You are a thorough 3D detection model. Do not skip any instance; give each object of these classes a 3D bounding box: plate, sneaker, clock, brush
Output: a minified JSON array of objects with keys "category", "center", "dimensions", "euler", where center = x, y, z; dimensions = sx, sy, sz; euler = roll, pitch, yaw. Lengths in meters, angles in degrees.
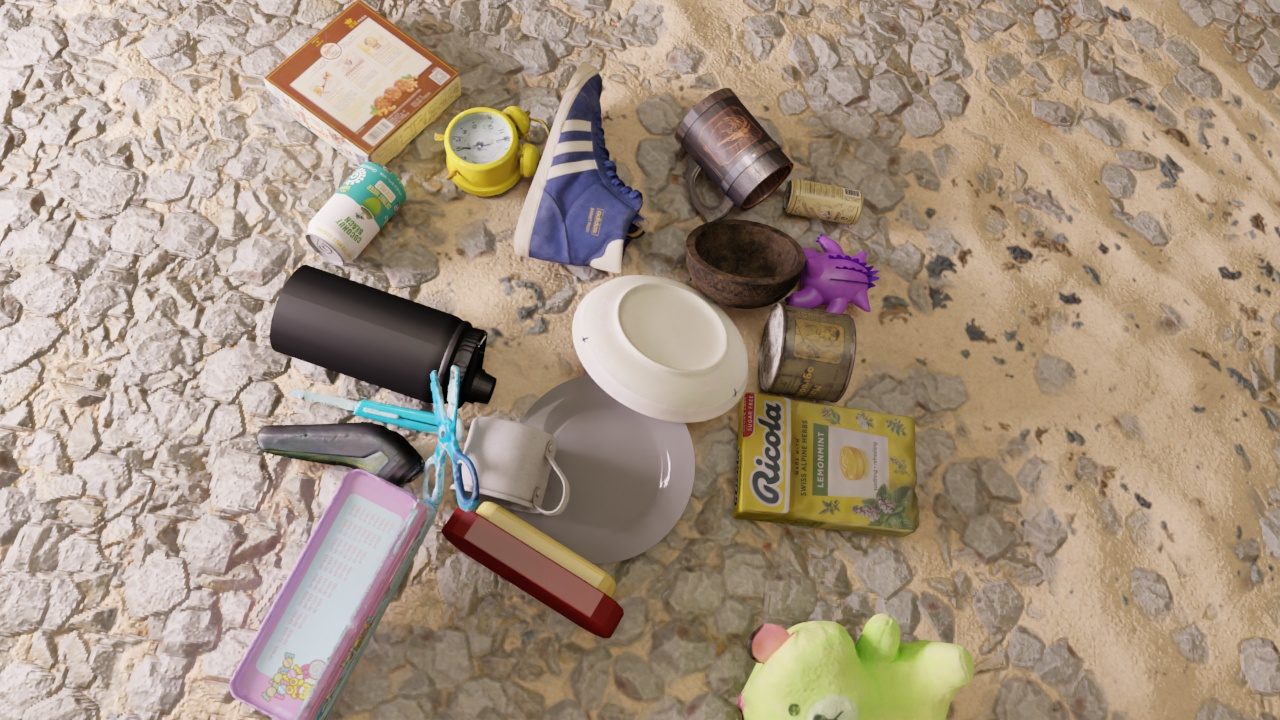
[{"category":"plate","center":[-0.037,0.100,0.860],"dimensions":[0.178,0.012,0.178],"euler":[-2,75,8]},{"category":"sneaker","center":[-0.036,-0.197,0.949],"dimensions":[0.118,0.091,0.232],"euler":[17,68,3]},{"category":"clock","center":[-0.151,-0.221,0.959],"dimensions":[0.118,0.057,0.083],"euler":[-15,72,-7]},{"category":"plate","center":[0.026,-0.023,0.888],"dimensions":[0.182,0.034,0.182],"euler":[12,47,-14]},{"category":"brush","center":[-0.090,0.178,0.801],"dimensions":[0.173,0.082,0.041],"euler":[31,68,4]}]

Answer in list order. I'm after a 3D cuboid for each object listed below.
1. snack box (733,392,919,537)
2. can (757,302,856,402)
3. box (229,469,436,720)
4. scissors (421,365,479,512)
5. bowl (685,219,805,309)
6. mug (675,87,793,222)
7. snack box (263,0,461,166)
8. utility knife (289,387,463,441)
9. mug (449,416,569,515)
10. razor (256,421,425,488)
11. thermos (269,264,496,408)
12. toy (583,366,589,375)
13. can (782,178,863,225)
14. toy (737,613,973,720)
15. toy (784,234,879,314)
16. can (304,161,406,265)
[{"category":"snack box","center":[0.183,0.102,0.892],"dimensions":[0.181,0.045,0.121],"euler":[8,69,-5]},{"category":"can","center":[0.164,-0.007,0.907],"dimensions":[0.074,0.090,0.089],"euler":[9,68,-6]},{"category":"box","center":[-0.255,0.196,0.744],"dimensions":[0.090,0.091,0.214],"euler":[27,79,2]},{"category":"scissors","center":[-0.159,0.070,0.782],"dimensions":[0.013,0.118,0.140],"euler":[3,101,-39]},{"category":"bowl","center":[0.103,-0.090,0.941],"dimensions":[0.121,0.056,0.121],"euler":[4,38,-3]},{"category":"mug","center":[0.088,-0.214,0.991],"dimensions":[0.116,0.080,0.107],"euler":[-40,79,9]},{"category":"snack box","center":[-0.292,-0.291,0.974],"dimensions":[0.147,0.041,0.143],"euler":[36,68,6]},{"category":"utility knife","center":[-0.248,0.050,0.865],"dimensions":[0.167,0.015,0.022],"euler":[11,98,-3]},{"category":"mug","center":[-0.108,0.096,0.816],"dimensions":[0.113,0.084,0.070],"euler":[6,73,27]},{"category":"razor","center":[-0.272,0.086,0.831],"dimensions":[0.151,0.054,0.067],"euler":[6,81,-1]},{"category":"thermos","center":[-0.229,-0.016,0.853],"dimensions":[0.198,0.086,0.086],"euler":[19,67,-1]},{"category":"toy","center":[-0.005,0.005,0.907],"dimensions":[0.099,0.036,0.080],"euler":[-20,68,-14]},{"category":"can","center":[0.199,-0.174,1.005],"dimensions":[0.079,0.038,0.038],"euler":[10,68,-5]},{"category":"toy","center":[0.176,0.290,0.795],"dimensions":[0.197,0.107,0.150],"euler":[9,91,4]},{"category":"toy","center":[0.202,-0.087,0.962],"dimensions":[0.088,0.056,0.106],"euler":[6,67,-11]},{"category":"can","center":[-0.282,-0.146,0.912],"dimensions":[0.055,0.055,0.101],"euler":[32,68,4]}]
